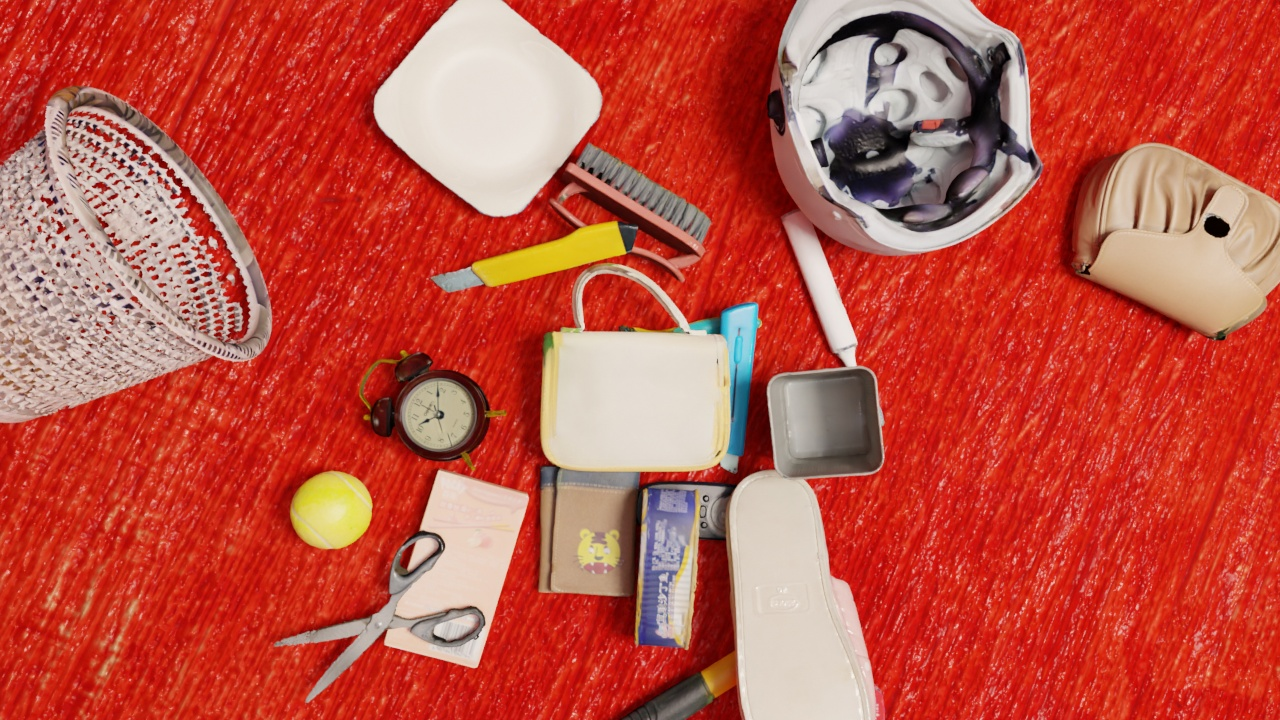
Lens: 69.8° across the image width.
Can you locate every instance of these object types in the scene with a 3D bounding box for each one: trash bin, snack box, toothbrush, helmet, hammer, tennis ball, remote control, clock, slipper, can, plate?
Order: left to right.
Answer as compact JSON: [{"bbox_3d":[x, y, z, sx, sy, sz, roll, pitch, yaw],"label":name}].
[{"bbox_3d":[-0.429,-0.059,0.691,0.192,0.227,0.227,-28,92,3],"label":"trash bin"},{"bbox_3d":[-0.260,0.126,0.772,0.065,0.065,0.065,0,87,-9],"label":"tennis ball"},{"bbox_3d":[-0.183,0.042,0.793,0.122,0.055,0.082,30,83,-5],"label":"clock"},{"bbox_3d":[-0.161,0.181,0.805,0.084,0.026,0.157,18,85,-8],"label":"snack box"},{"bbox_3d":[-0.135,-0.225,0.823,0.163,0.034,0.164,39,83,-6],"label":"plate"},{"bbox_3d":[0.022,0.182,0.799,0.049,0.074,0.148,3,108,1],"label":"can"},{"bbox_3d":[0.058,0.292,0.821,0.300,0.033,0.128,-30,65,-4],"label":"hammer"},{"bbox_3d":[0.062,0.138,0.844,0.136,0.024,0.053,5,88,-4],"label":"remote control"},{"bbox_3d":[0.131,0.228,0.787,0.114,0.054,0.274,-11,69,5],"label":"slipper"},{"bbox_3d":[0.184,-0.038,0.871,0.026,0.026,0.221,-20,91,28],"label":"toothbrush"},{"bbox_3d":[0.216,-0.211,0.824,0.229,0.146,0.258,-19,83,-11],"label":"helmet"}]

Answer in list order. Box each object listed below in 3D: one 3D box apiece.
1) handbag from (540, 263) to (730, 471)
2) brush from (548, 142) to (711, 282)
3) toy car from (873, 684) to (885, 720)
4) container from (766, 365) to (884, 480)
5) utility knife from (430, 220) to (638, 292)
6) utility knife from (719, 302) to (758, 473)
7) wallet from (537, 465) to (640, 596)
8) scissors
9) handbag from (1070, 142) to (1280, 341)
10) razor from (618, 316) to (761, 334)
[{"bbox_3d":[-0.005,0.005,0.808,0.163,0.063,0.179,1,96,-4],"label":"handbag"},{"bbox_3d":[-0.007,-0.129,0.827,0.146,0.063,0.069,30,87,-9],"label":"brush"},{"bbox_3d":[0.169,0.327,0.845,0.120,0.045,0.053,-2,89,-12],"label":"toy car"},{"bbox_3d":[0.164,0.052,0.812,0.090,0.114,0.090,-5,89,12],"label":"container"},{"bbox_3d":[-0.093,-0.091,0.811,0.192,0.015,0.033,-13,115,7],"label":"utility knife"},{"bbox_3d":[0.086,0.027,0.843,0.034,0.018,0.162,0,103,-9],"label":"utility knife"},{"bbox_3d":[-0.047,0.151,0.819,0.090,0.033,0.115,2,89,1],"label":"wallet"},{"bbox_3d":[-0.215,0.221,0.778,0.159,0.014,0.178,21,87,-3],"label":"scissors"},{"bbox_3d":[0.529,-0.119,0.894,0.204,0.100,0.147,25,87,-4],"label":"handbag"},{"bbox_3d":[0.047,-0.025,0.847,0.132,0.028,0.043,-11,108,-7],"label":"razor"}]
